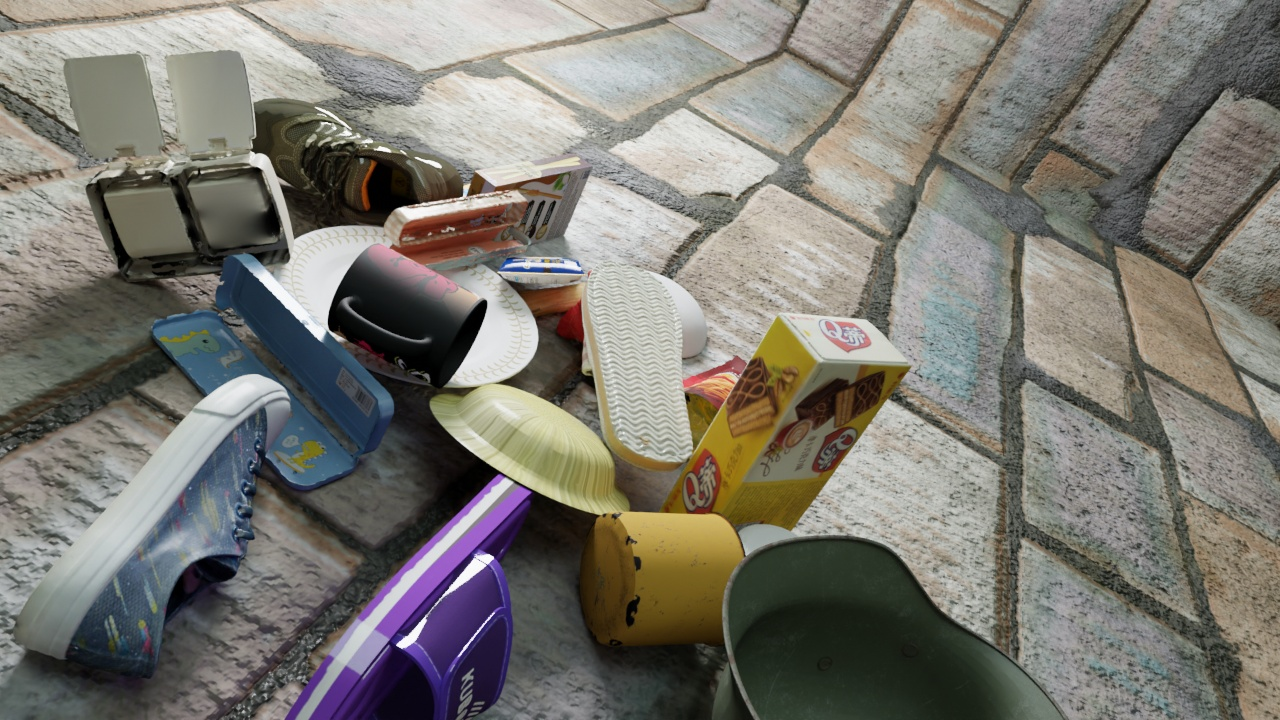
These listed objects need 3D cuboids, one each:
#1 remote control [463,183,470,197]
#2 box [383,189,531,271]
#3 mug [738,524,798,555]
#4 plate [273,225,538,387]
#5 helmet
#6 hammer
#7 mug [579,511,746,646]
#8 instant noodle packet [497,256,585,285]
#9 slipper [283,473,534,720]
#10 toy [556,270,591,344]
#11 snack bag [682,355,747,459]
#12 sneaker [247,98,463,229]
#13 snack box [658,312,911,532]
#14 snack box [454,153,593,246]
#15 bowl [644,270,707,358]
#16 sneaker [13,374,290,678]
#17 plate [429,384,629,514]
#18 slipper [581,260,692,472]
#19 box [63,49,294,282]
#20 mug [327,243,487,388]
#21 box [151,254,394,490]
[{"bbox_3d":[-0.219,-0.189,1.104,0.038,0.018,0.125,36,34,14],"label":"remote control"},{"bbox_3d":[-0.177,-0.131,0.926,0.186,0.057,0.071,-25,90,-52],"label":"box"},{"bbox_3d":[0.096,0.187,0.740,0.115,0.068,0.094,-13,49,-47],"label":"mug"},{"bbox_3d":[-0.211,-0.050,0.845,0.242,0.016,0.242,20,31,-13],"label":"plate"},{"bbox_3d":[0.152,0.253,0.601,0.267,0.154,0.226,13,33,-14],"label":"helmet"},{"bbox_3d":[-0.165,-0.048,0.925,0.132,0.033,0.329,43,34,27],"label":"hammer"},{"bbox_3d":[0.008,0.163,0.695,0.094,0.100,0.124,7,-4,-27],"label":"mug"},{"bbox_3d":[-0.104,-0.096,0.974,0.087,0.026,0.134,1,9,-6],"label":"instant noodle packet"},{"bbox_3d":[-0.114,0.171,0.577,0.084,0.107,0.265,30,27,5],"label":"slipper"},{"bbox_3d":[-0.016,-0.034,0.954,0.133,0.094,0.087,39,30,19],"label":"toy"},{"bbox_3d":[0.098,0.053,0.974,0.139,0.067,0.207,37,23,26],"label":"snack bag"},{"bbox_3d":[-0.308,-0.186,0.934,0.238,0.101,0.142,19,21,-5],"label":"sneaker"},{"bbox_3d":[0.116,0.070,0.770,0.109,0.231,0.061,1,40,-36],"label":"snack box"},{"bbox_3d":[-0.136,-0.181,1.071,0.031,0.101,0.185,38,33,16],"label":"snack box"},{"bbox_3d":[0.017,-0.066,1.075,0.149,0.043,0.149,19,32,-13],"label":"bowl"},{"bbox_3d":[-0.276,0.095,0.582,0.079,0.088,0.234,31,35,-8],"label":"sneaker"},{"bbox_3d":[-0.080,0.060,0.751,0.184,0.036,0.184,30,6,-4],"label":"plate"},{"bbox_3d":[-0.005,0.005,0.852,0.115,0.052,0.262,18,38,-22],"label":"slipper"},{"bbox_3d":[-0.375,-0.159,0.755,0.144,0.188,0.058,-6,26,-7],"label":"box"},{"bbox_3d":[-0.189,-0.032,0.724,0.098,0.082,0.117,28,16,1],"label":"mug"},{"bbox_3d":[-0.290,0.002,0.717,0.209,0.073,0.085,40,38,20],"label":"box"}]
